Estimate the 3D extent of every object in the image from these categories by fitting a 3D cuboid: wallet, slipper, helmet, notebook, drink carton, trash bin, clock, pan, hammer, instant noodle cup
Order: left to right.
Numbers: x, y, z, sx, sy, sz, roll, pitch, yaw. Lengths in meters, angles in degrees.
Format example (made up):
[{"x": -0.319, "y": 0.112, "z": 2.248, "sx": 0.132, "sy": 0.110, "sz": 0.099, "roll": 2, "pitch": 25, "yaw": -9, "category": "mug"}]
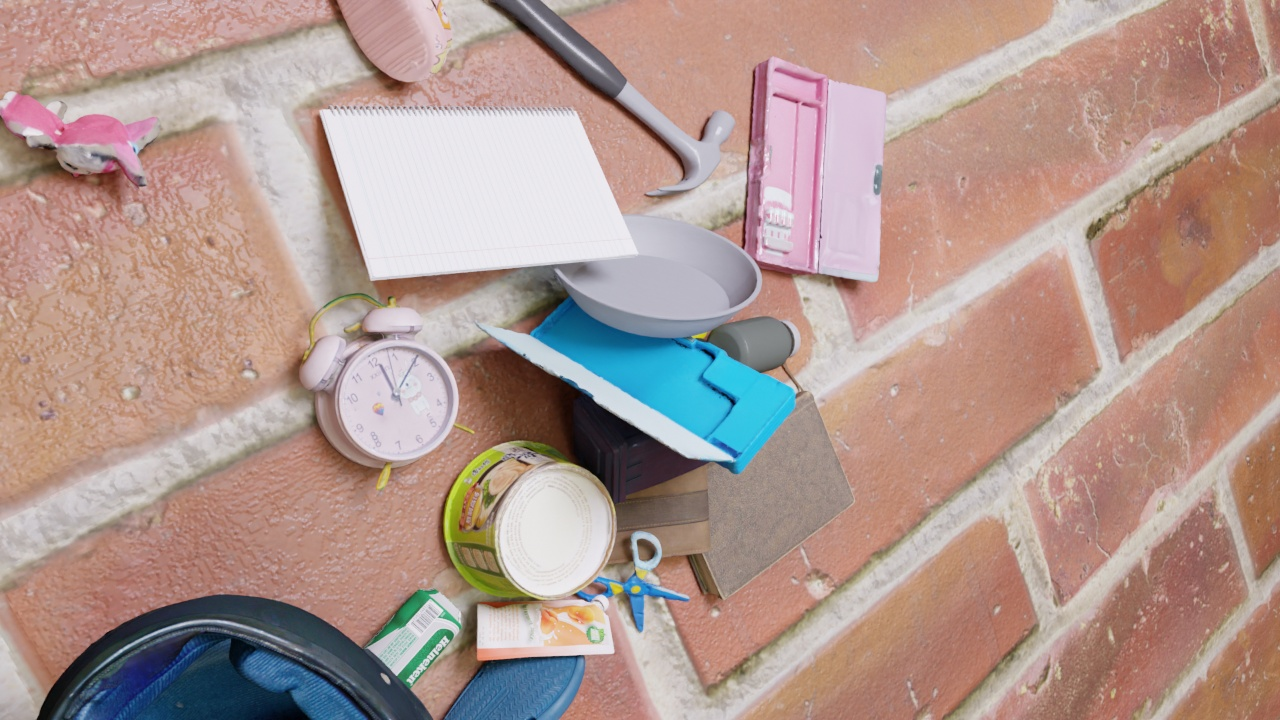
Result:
[{"x": -0.274, "y": 0.301, "z": 0.636, "sx": 0.248, "sy": 0.236, "sz": 0.316, "roll": -40, "pitch": 106, "yaw": -26, "category": "helmet"}, {"x": -0.220, "y": 0.018, "z": 0.778, "sx": 0.116, "sy": 0.059, "sz": 0.158, "roll": -33, "pitch": 104, "yaw": -28, "category": "clock"}, {"x": -0.216, "y": -0.337, "z": 0.783, "sx": 0.081, "sy": 0.093, "sz": 0.197, "roll": -40, "pitch": 108, "yaw": -47, "category": "slipper"}, {"x": -0.139, "y": -0.156, "z": 0.811, "sx": 0.245, "sy": 0.013, "sz": 0.177, "roll": -9, "pitch": 65, "yaw": -31, "category": "notebook"}, {"x": -0.125, "y": 0.328, "z": 0.803, "sx": 0.213, "sy": 0.104, "sz": 0.059, "roll": -46, "pitch": 124, "yaw": -26, "category": "slipper"}, {"x": -0.094, "y": 0.147, "z": 0.826, "sx": 0.146, "sy": 0.098, "sz": 0.146, "roll": 1, "pitch": 88, "yaw": -31, "category": "instant noodle cup"}, {"x": -0.086, "y": 0.242, "z": 0.832, "sx": 0.122, "sy": 0.069, "sz": 0.039, "roll": 1, "pitch": 121, "yaw": -11, "category": "drink carton"}, {"x": -0.063, "y": -0.087, "z": 0.846, "sx": 0.356, "sy": 0.200, "sz": 0.051, "roll": 2, "pitch": 124, "yaw": -11, "category": "pan"}, {"x": -0.039, "y": -0.282, "z": 0.913, "sx": 0.310, "sy": 0.030, "sz": 0.124, "roll": 36, "pitch": 71, "yaw": -25, "category": "hammer"}, {"x": 0.010, "y": 0.148, "z": 0.912, "sx": 0.121, "sy": 0.027, "sz": 0.098, "roll": -4, "pitch": 94, "yaw": -10, "category": "wallet"}, {"x": 0.019, "y": 0.059, "z": 0.877, "sx": 0.160, "sy": 0.094, "sz": 0.092, "roll": -20, "pitch": 136, "yaw": -24, "category": "trash bin"}, {"x": 0.125, "y": 0.123, "z": 0.995, "sx": 0.215, "sy": 0.035, "sz": 0.190, "roll": -27, "pitch": 101, "yaw": -28, "category": "notebook"}]

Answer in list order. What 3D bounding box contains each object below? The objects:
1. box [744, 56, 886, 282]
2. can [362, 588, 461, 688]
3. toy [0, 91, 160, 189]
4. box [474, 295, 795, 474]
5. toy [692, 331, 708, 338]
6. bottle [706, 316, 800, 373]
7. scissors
[{"x": 0.200, "y": -0.211, "z": 1.047, "sx": 0.178, "sy": 0.039, "sz": 0.232, "roll": 8, "pitch": 84, "yaw": -26, "category": "box"}, {"x": -0.201, "y": 0.245, "z": 0.787, "sx": 0.101, "sy": 0.053, "sz": 0.053, "roll": -48, "pitch": 111, "yaw": -23, "category": "can"}, {"x": -0.416, "y": -0.162, "z": 0.679, "sx": 0.102, "sy": 0.050, "sz": 0.065, "roll": 17, "pitch": 44, "yaw": -26, "category": "toy"}, {"x": -0.008, "y": 0.021, "z": 0.807, "sx": 0.169, "sy": 0.244, "sz": 0.071, "roll": -25, "pitch": 136, "yaw": -46, "category": "box"}, {"x": 0.034, "y": -0.055, "z": 0.942, "sx": 0.095, "sy": 0.041, "sz": 0.094, "roll": -36, "pitch": 101, "yaw": -26, "category": "toy"}, {"x": 0.122, "y": -0.016, "z": 0.977, "sx": 0.108, "sy": 0.060, "sz": 0.060, "roll": -13, "pitch": 95, "yaw": -44, "category": "bottle"}, {"x": -0.004, "y": 0.216, "z": 0.904, "sx": 0.125, "sy": 0.015, "sz": 0.127, "roll": 19, "pitch": 114, "yaw": -20, "category": "scissors"}]
